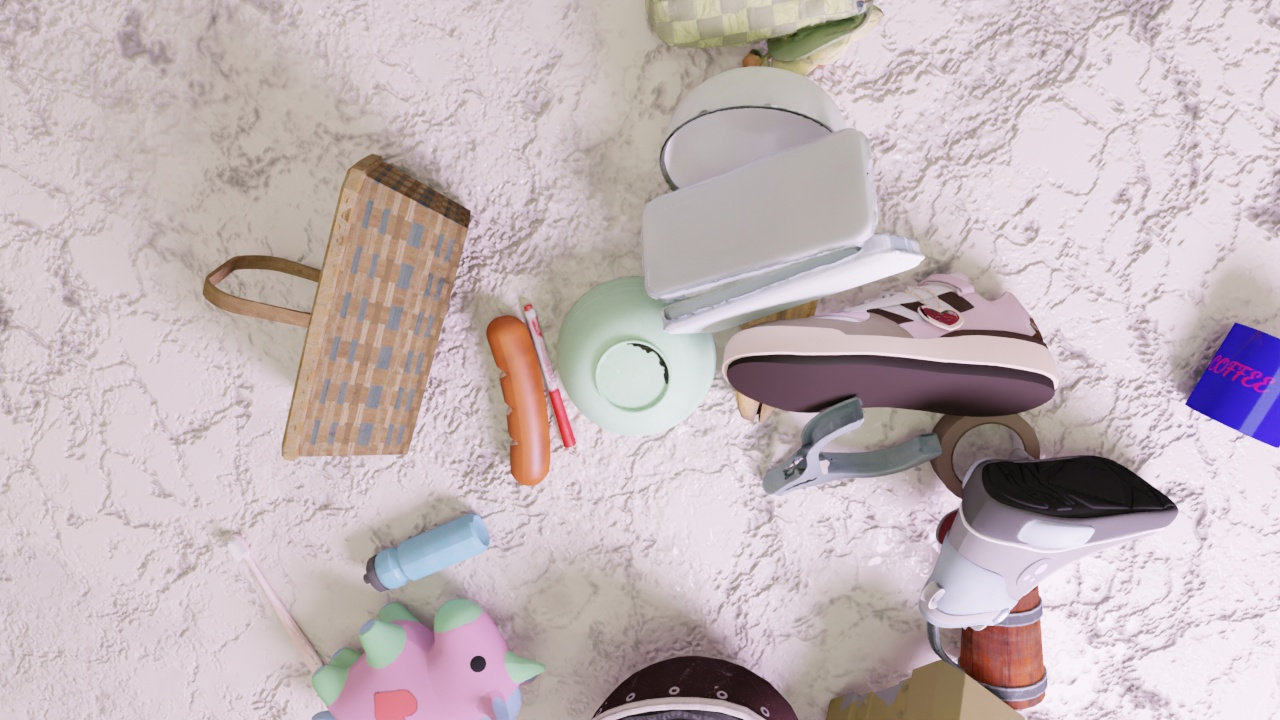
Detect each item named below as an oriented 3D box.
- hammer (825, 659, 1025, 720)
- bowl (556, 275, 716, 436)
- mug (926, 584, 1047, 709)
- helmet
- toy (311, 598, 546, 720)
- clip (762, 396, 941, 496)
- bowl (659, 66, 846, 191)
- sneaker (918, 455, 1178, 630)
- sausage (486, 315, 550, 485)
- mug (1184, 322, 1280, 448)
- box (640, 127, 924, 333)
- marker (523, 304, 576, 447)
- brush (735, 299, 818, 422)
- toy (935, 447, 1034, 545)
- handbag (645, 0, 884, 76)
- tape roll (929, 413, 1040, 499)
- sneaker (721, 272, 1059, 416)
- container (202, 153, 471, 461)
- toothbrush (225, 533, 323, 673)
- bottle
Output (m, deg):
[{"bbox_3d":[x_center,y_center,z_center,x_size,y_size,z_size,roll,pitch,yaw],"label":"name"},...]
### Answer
[{"bbox_3d":[0.216,0.441,0.784,0.100,0.323,0.191,37,136,-7],"label":"hammer"},{"bbox_3d":[-0.005,0.005,0.824,0.151,0.077,0.151,1,105,2],"label":"bowl"},{"bbox_3d":[0.328,0.265,0.874,0.117,0.081,0.111,-7,101,-14],"label":"mug"},{"bbox_3d":[0.041,0.400,0.833,0.234,0.252,0.234,-16,127,21],"label":"helmet"},{"bbox_3d":[-0.215,0.324,0.902,0.222,0.120,0.171,-44,89,11],"label":"toy"},{"bbox_3d":[0.178,0.072,0.810,0.169,0.031,0.164,-16,147,11],"label":"clip"},{"bbox_3d":[0.094,-0.182,0.743,0.153,0.154,0.072,7,67,0],"label":"bowl"},{"bbox_3d":[0.356,0.169,0.813,0.256,0.093,0.161,5,119,-34],"label":"sneaker"},{"bbox_3d":[-0.110,0.039,0.855,0.044,0.039,0.164,-2,105,20],"label":"sausage"},{"bbox_3d":[0.555,0.025,0.816,0.111,0.079,0.084,15,106,-31],"label":"mug"},{"bbox_3d":[0.113,-0.087,0.732,0.211,0.105,0.129,-11,77,36],"label":"box"},{"bbox_3d":[-0.086,0.015,0.863,0.013,0.012,0.142,-14,103,5],"label":"marker"},{"bbox_3d":[0.123,-0.039,0.825,0.059,0.043,0.195,13,104,0],"label":"brush"},{"bbox_3d":[0.314,0.127,0.835,0.049,0.030,0.112,32,102,-35],"label":"toy"},{"bbox_3d":[0.099,-0.282,0.739,0.186,0.113,0.117,-6,127,10],"label":"handbag"},{"bbox_3d":[0.320,0.085,0.857,0.094,0.030,0.094,1,104,2],"label":"tape roll"},{"bbox_3d":[0.211,-0.026,0.784,0.293,0.112,0.116,2,65,-9],"label":"sneaker"},{"bbox_3d":[-0.263,-0.051,0.783,0.186,0.157,0.250,15,105,-13],"label":"container"},{"bbox_3d":[-0.368,0.255,0.932,0.016,0.018,0.181,-25,103,8],"label":"toothbrush"},{"bbox_3d":[-0.213,0.191,0.898,0.130,0.040,0.040,-24,102,8],"label":"bottle"}]
